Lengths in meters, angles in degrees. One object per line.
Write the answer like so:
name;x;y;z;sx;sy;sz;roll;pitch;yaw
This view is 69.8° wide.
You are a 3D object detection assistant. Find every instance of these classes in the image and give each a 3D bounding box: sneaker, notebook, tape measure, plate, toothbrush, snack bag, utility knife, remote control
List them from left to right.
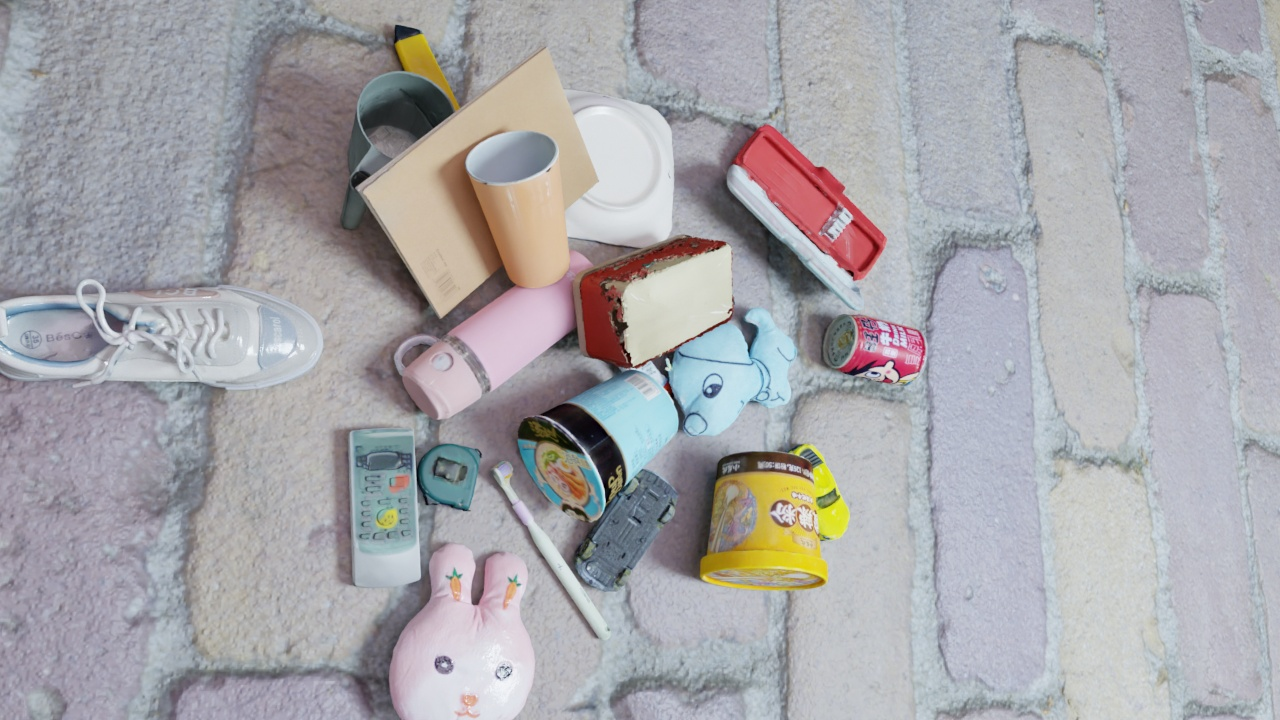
sneaker;-0.372;-0.024;0.713;0.241;0.091;0.089;-1;80;-24
remote control;-0.219;0.125;0.785;0.056;0.019;0.135;0;78;-24
utility knife;-0.196;-0.253;0.882;0.033;0.015;0.154;-26;91;-20
tape measure;-0.169;0.101;0.809;0.054;0.025;0.058;16;72;-21
notebook;-0.132;-0.154;0.809;0.211;0.012;0.149;-45;139;-20
toothbrush;-0.080;0.175;0.835;0.020;0.029;0.189;-30;93;16
plate;-0.036;-0.200;0.930;0.163;0.034;0.164;4;78;-23
snack bag;-0.005;0.005;0.901;0.104;0.026;0.048;51;51;-5

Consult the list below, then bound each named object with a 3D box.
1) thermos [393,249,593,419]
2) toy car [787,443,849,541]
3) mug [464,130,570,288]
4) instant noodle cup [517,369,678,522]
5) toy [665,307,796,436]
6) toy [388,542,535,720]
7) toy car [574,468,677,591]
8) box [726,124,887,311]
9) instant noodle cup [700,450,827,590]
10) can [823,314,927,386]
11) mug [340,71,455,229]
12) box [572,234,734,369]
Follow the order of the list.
thermos;-0.129;-0.029;0.839;0.198;0.067;0.087;-38;65;-24
toy car;0.185;0.137;0.952;0.048;0.032;0.105;-26;91;-27
mug;-0.100;-0.127;0.798;0.078;0.123;0.078;-4;46;4
instant noodle cup;-0.032;0.070;0.839;0.120;0.111;0.111;-35;93;-35
toy;0.091;0.010;0.930;0.156;0.050;0.161;22;69;-23
toy;-0.147;0.236;0.777;0.121;0.054;0.159;12;66;-21
toy car;-0.014;0.158;0.859;0.054;0.037;0.120;38;77;-13
box;0.177;-0.152;0.996;0.201;0.065;0.159;42;45;-11
instant noodle cup;0.118;0.154;0.877;0.118;0.119;0.114;14;65;-20
can;0.253;-0.012;0.995;0.093;0.067;0.066;12;74;-21
mug;-0.223;-0.177;0.804;0.083;0.104;0.123;34;68;-14
box;0.023;-0.059;0.861;0.167;0.078;0.091;-27;121;-43
